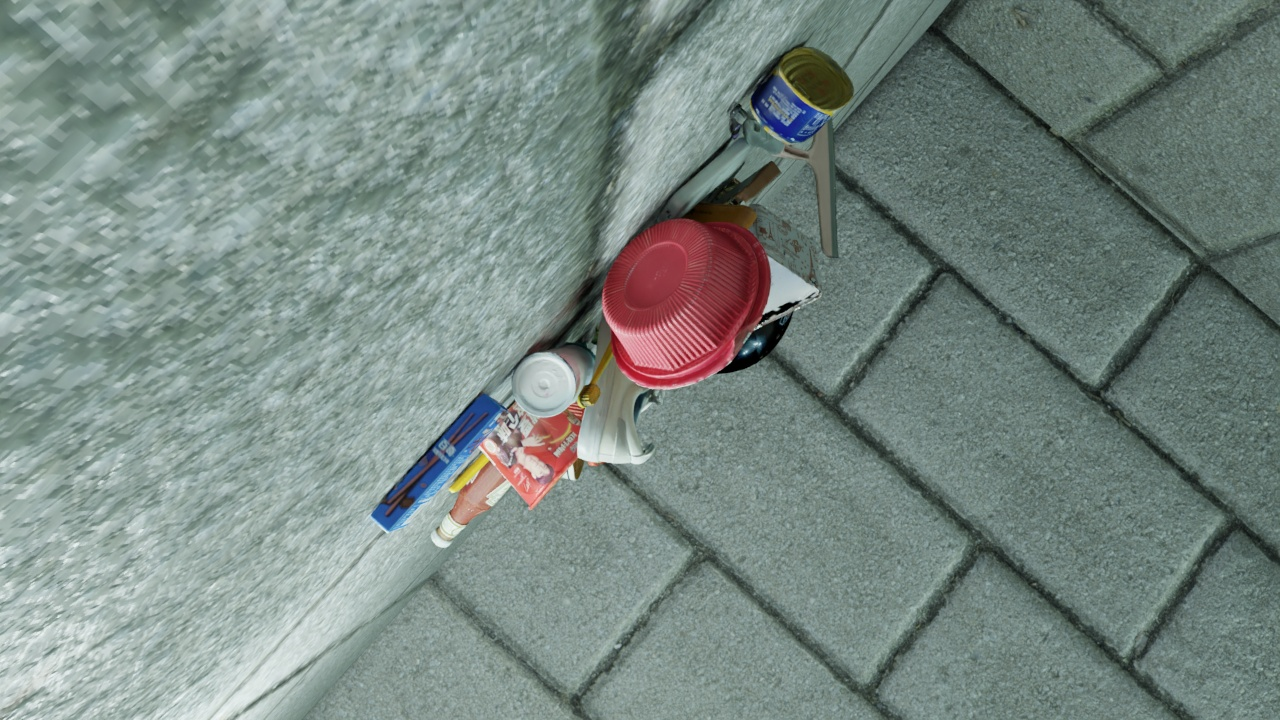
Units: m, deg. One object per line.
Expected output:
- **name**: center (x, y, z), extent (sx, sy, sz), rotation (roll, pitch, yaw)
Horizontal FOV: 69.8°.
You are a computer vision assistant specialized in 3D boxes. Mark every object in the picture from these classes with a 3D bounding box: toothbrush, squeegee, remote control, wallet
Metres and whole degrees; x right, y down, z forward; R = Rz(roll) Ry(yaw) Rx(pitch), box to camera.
- **toothbrush**: center (0.099, -0.235, 0.919), extent (0.014, 0.017, 0.189), rotation (-51, 180, 8)
- **toothbrush**: center (-0.023, -0.021, 0.992), extent (0.017, 0.016, 0.189), rotation (-9, -140, 38)
- **squeegee**: center (0.163, -0.246, 1.049), extent (0.040, 0.247, 0.249), rotation (-1, -178, 31)
- **remote control**: center (0.069, -0.193, 0.993), extent (0.135, 0.020, 0.056), rotation (-45, 177, -30)
- **wallet**: center (0.050, -0.120, 1.011), extent (0.130, 0.119, 0.035), rotation (-56, 136, -18)

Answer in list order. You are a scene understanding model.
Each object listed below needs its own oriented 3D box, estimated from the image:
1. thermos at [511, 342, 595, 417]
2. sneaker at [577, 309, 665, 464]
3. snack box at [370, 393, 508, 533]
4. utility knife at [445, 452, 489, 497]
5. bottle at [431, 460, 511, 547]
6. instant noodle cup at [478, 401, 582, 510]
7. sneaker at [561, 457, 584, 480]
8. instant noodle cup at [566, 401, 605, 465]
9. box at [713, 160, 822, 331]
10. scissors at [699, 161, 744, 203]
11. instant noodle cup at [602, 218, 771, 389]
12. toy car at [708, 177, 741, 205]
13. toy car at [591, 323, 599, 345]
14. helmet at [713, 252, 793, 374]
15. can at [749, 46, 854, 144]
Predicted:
- **thermos**: center (-0.088, 0.020, 1.035), extent (0.073, 0.073, 0.224), rotation (-48, 179, 6)
- **sneaker**: center (-0.006, 0.006, 1.045), extent (0.090, 0.091, 0.241), rotation (93, 6, -61)
- **snack box**: center (-0.192, 0.099, 0.894), extent (0.157, 0.026, 0.084), rotation (-48, 179, -6)
- **utility knife**: center (-0.216, 0.131, 1.283), extent (0.164, 0.015, 0.033), rotation (-47, 172, -18)
- **bottle**: center (-0.252, 0.210, 1.396), extent (0.206, 0.060, 0.059), rotation (-49, 178, 23)
- **instant noodle cup**: center (-0.135, 0.107, 1.186), extent (0.138, 0.108, 0.138), rotation (-48, 179, -1)
- **sneaker**: center (-0.139, 0.106, 1.397), extent (0.241, 0.088, 0.118), rotation (85, 18, -57)
- **instant noodle cup**: center (-0.057, 0.061, 1.336), extent (0.188, 0.079, 0.164), rotation (0, 97, -74)
- **box**: center (0.108, -0.148, 1.154), extent (0.183, 0.153, 0.180), rotation (-27, -131, 37)
- **scissors**: center (0.060, -0.163, 1.087), extent (0.160, 0.014, 0.174), rotation (-30, -149, 35)
- **instant noodle cup**: center (0.032, -0.070, 0.913), extent (0.194, 0.194, 0.066), rotation (-48, 135, 3)
- **toy car**: center (0.110, -0.215, 1.301), extent (0.070, 0.042, 0.157), rotation (-50, 175, 28)
- **toy car**: center (-0.035, -0.055, 1.328), extent (0.091, 0.036, 0.043), rotation (-52, 178, -6)
- **helmet**: center (0.130, -0.090, 1.468), extent (0.275, 0.230, 0.232), rotation (2, -145, 38)
- **can**: center (0.158, -0.259, 0.894), extent (0.049, 0.074, 0.147), rotation (-45, 180, 37)
